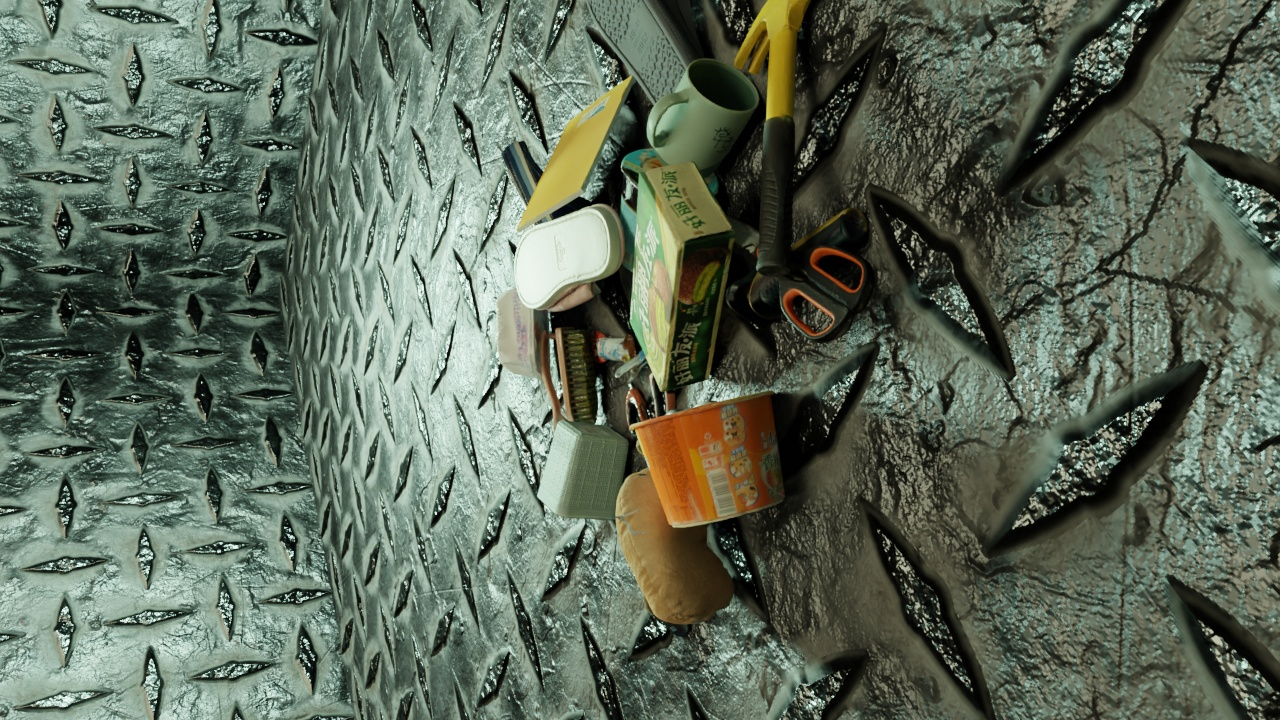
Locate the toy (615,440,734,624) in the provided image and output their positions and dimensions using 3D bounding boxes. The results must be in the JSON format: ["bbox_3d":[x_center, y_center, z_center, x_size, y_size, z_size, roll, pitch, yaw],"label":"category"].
[{"bbox_3d":[0.028,0.177,1.008,0.083,0.143,0.225,-31,62,27],"label":"toy"}]

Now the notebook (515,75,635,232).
[{"bbox_3d":[-0.084,-0.265,1.178,0.146,0.010,0.205,-21,41,47],"label":"notebook"}]

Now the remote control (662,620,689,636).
[{"bbox_3d":[0.024,0.273,1.125,0.053,0.024,0.136,-52,52,53],"label":"remote control"}]

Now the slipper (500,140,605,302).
[{"bbox_3d":[-0.108,-0.198,1.278,0.252,0.095,0.105,61,-179,10],"label":"slipper"}]

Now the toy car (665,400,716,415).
[{"bbox_3d":[0.060,0.075,1.058,0.106,0.031,0.049,-22,74,56],"label":"toy car"}]

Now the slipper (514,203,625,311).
[{"bbox_3d":[-0.085,-0.127,1.140,0.275,0.054,0.114,-17,83,58],"label":"slipper"}]

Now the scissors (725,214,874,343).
[{"bbox_3d":[0.137,-0.107,0.856,0.125,0.021,0.234,-44,47,26],"label":"scissors"}]

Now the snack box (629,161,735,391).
[{"bbox_3d":[0.040,-0.083,0.985,0.241,0.063,0.114,95,157,-52],"label":"snack box"}]

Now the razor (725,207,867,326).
[{"bbox_3d":[0.152,-0.092,0.884,0.168,0.062,0.067,-40,27,47],"label":"razor"}]

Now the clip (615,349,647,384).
[{"bbox_3d":[-0.005,0.008,1.167,0.057,0.028,0.024,-46,27,24],"label":"clip"}]

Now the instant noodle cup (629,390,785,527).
[{"bbox_3d":[0.075,0.101,0.932,0.152,0.151,0.111,-23,80,58],"label":"instant noodle cup"}]

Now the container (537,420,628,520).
[{"bbox_3d":[-0.074,0.144,1.224,0.090,0.090,0.111,24,103,61],"label":"container"}]

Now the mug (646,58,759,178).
[{"bbox_3d":[0.054,-0.252,0.975,0.082,0.111,0.107,63,143,22],"label":"mug"}]

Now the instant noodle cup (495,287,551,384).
[{"bbox_3d":[-0.170,-0.039,1.334,0.173,0.060,0.138,88,179,-81],"label":"instant noodle cup"}]

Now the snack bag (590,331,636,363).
[{"bbox_3d":[-0.035,-0.015,1.219,0.104,0.026,0.048,13,116,60],"label":"snack bag"}]

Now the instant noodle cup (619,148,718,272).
[{"bbox_3d":[0.023,-0.163,1.053,0.111,0.111,0.121,-121,33,-40],"label":"instant noodle cup"}]

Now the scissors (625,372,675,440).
[{"bbox_3d":[0.018,0.113,1.147,0.214,0.015,0.197,51,133,45],"label":"scissors"}]

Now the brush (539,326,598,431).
[{"bbox_3d":[-0.099,0.026,1.273,0.063,0.073,0.145,-17,-79,-77],"label":"brush"}]

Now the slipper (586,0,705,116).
[{"bbox_3d":[0.020,-0.394,1.075,0.268,0.083,0.111,61,149,10],"label":"slipper"}]

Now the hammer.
[{"bbox_3d":[0.131,-0.222,0.864,0.129,0.032,0.300,-26,54,58],"label":"hammer"}]

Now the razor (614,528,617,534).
[{"bbox_3d":[0.000,0.191,1.158,0.143,0.022,0.042,134,152,-63],"label":"razor"}]
